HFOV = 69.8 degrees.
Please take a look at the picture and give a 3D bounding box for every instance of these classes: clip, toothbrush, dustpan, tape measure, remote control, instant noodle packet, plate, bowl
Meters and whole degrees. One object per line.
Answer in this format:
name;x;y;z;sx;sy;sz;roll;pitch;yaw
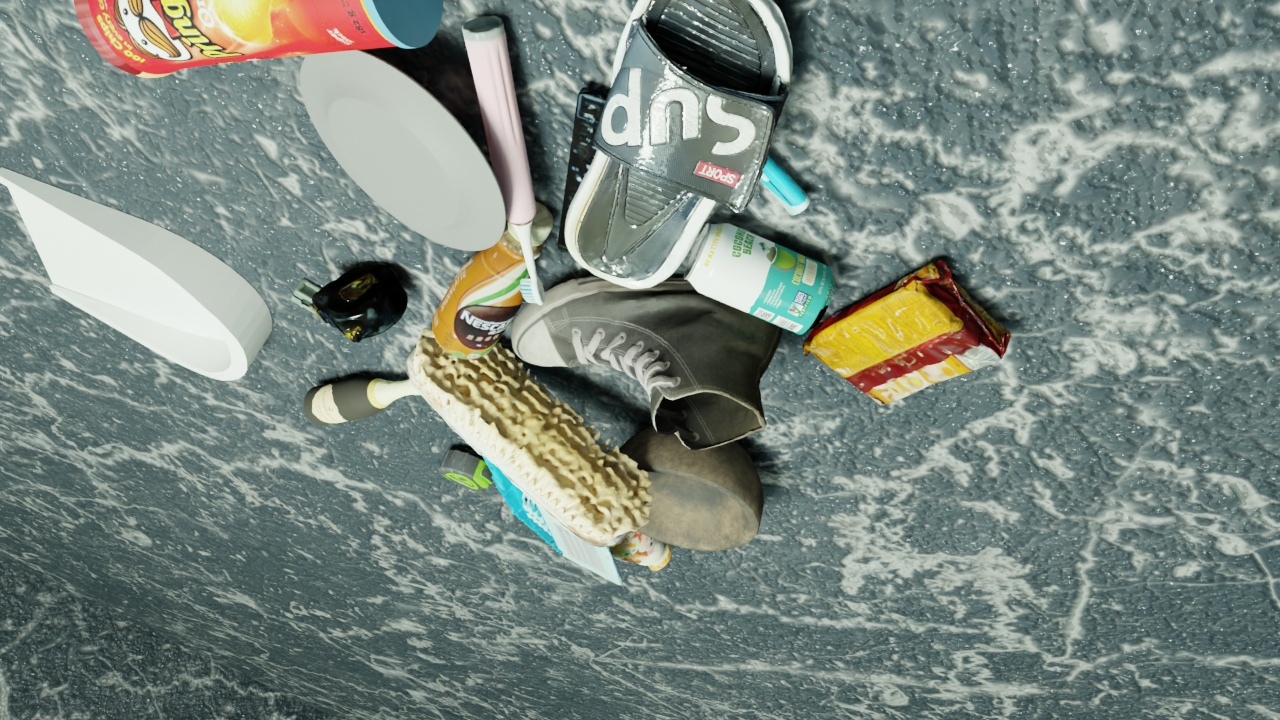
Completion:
clip;-0.300;-0.050;0.890;0.075;0.023;0.037;31;144;-15
toothbrush;-0.091;-0.128;0.649;0.026;0.027;0.223;10;133;18
dustpan;-0.512;-0.066;0.935;0.257;0.053;0.192;21;145;-3
tape measure;-0.248;-0.053;0.821;0.071;0.072;0.042;29;152;39
remote control;-0.029;-0.131;0.661;0.047;0.022;0.151;18;143;1
instant noodle packet;0.201;-0.017;0.696;0.098;0.039;0.136;32;144;-20
plate;-0.172;-0.142;0.652;0.178;0.012;0.179;27;152;16
tape measure;-0.202;0.126;1.076;0.065;0.035;0.059;32;152;-23
bowl;0.047;0.123;0.926;0.162;0.070;0.162;12;145;9

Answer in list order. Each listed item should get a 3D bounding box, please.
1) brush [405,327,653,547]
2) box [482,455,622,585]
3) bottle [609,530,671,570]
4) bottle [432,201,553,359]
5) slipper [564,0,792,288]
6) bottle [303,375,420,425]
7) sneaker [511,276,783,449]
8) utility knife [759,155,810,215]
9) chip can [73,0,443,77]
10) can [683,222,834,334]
brush;-0.104;0.066;0.847;0.271;0.083;0.057;42;142;4
box;-0.105;0.147;0.992;0.182;0.039;0.227;30;152;33
bottle;-0.012;0.206;1.073;0.063;0.063;0.109;-20;131;41
bottle;-0.119;-0.067;0.757;0.059;0.059;0.168;28;135;-14
slipper;0.015;-0.124;0.584;0.111;0.063;0.265;21;145;-9
bottle;-0.286;0.037;0.980;0.185;0.045;0.045;-11;136;35
sneaker;-0.004;0.004;0.734;0.235;0.119;0.095;2;143;16
utility knife;0.064;-0.145;0.604;0.141;0.015;0.022;40;160;-25
chip can;-0.235;-0.227;0.566;0.214;0.086;0.087;2;142;20
can;0.087;-0.061;0.672;0.101;0.054;0.055;22;145;-6
